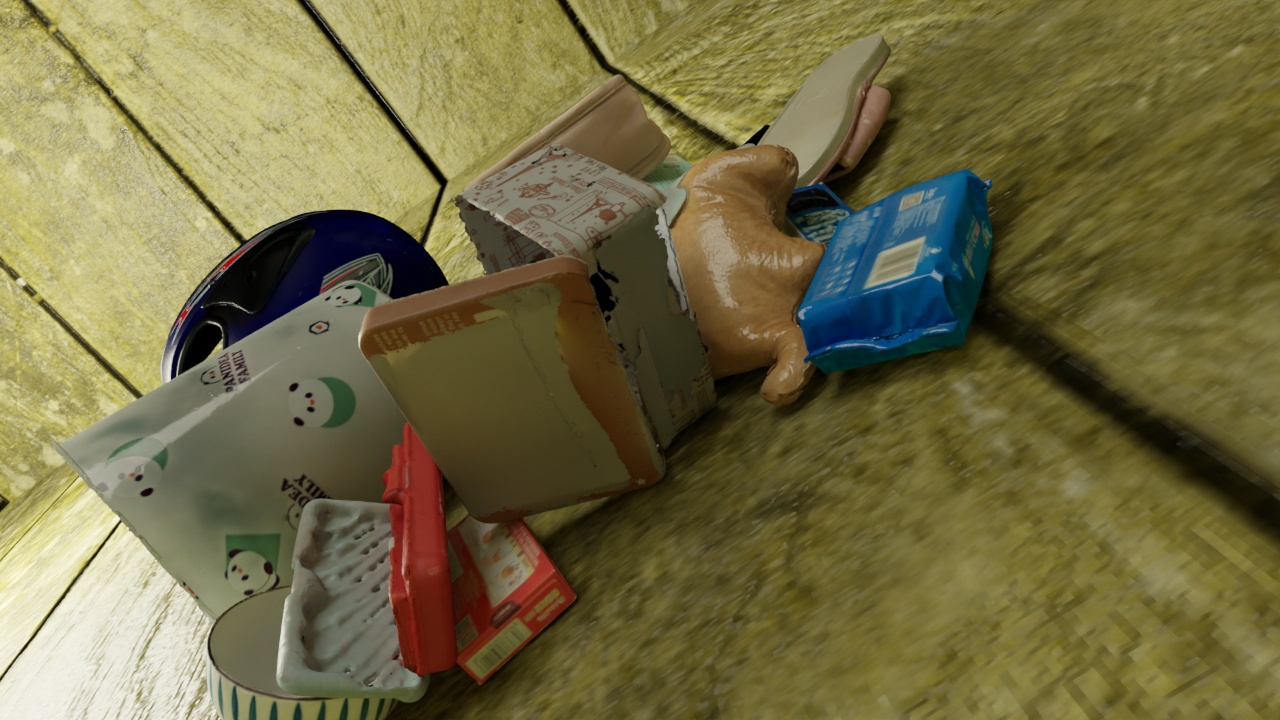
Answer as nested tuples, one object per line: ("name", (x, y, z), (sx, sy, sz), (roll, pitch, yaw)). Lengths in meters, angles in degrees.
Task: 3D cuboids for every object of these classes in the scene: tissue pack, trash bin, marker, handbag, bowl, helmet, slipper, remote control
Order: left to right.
("trash bin", (-0.283, 0.078, 0.748), (0.251, 0.229, 0.230), (-42, 21, -29))
("bowl", (-0.197, 0.191, 0.547), (0.116, 0.116, 0.066), (-124, 43, -69))
("helmet", (-0.341, -0.009, 0.974), (0.315, 0.247, 0.240), (-46, 46, -8))
("handbag", (-0.078, -0.210, 0.961), (0.193, 0.093, 0.234), (-34, 18, 5))
("marker", (0.102, -0.214, 1.005), (0.022, 0.020, 0.131), (31, 65, 36))
("remote control", (0.133, -0.099, 0.677), (0.049, 0.024, 0.124), (-13, 33, -6))
("slipper", (0.175, -0.217, 0.850), (0.114, 0.054, 0.273), (-17, 32, 41))
("tissue pack", (0.157, -0.053, 0.549), (0.095, 0.052, 0.156), (-15, 30, 39))

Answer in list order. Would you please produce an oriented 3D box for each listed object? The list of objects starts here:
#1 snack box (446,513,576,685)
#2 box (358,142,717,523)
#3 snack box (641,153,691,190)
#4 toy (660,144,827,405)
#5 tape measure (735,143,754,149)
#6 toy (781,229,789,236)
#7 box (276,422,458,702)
("snack box", (-0.096, 0.137, 0.585), (0.075, 0.025, 0.153), (-40, 22, -9))
("box", (-0.065, 0.000, 0.564), (0.184, 0.183, 0.154), (-34, 41, -19))
("snack box", (0.022, -0.170, 0.938), (0.074, 0.052, 0.174), (-8, 24, -10))
("toy", (0.066, -0.047, 0.634), (0.144, 0.082, 0.225), (-41, 44, 36))
("tape measure", (0.098, -0.191, 0.944), (0.066, 0.033, 0.065), (-27, 25, 28))
("toy", (0.094, -0.080, 0.729), (0.100, 0.031, 0.096), (-39, 26, 3))
("box", (-0.167, 0.116, 0.559), (0.101, 0.095, 0.201), (-6, 21, -13))
